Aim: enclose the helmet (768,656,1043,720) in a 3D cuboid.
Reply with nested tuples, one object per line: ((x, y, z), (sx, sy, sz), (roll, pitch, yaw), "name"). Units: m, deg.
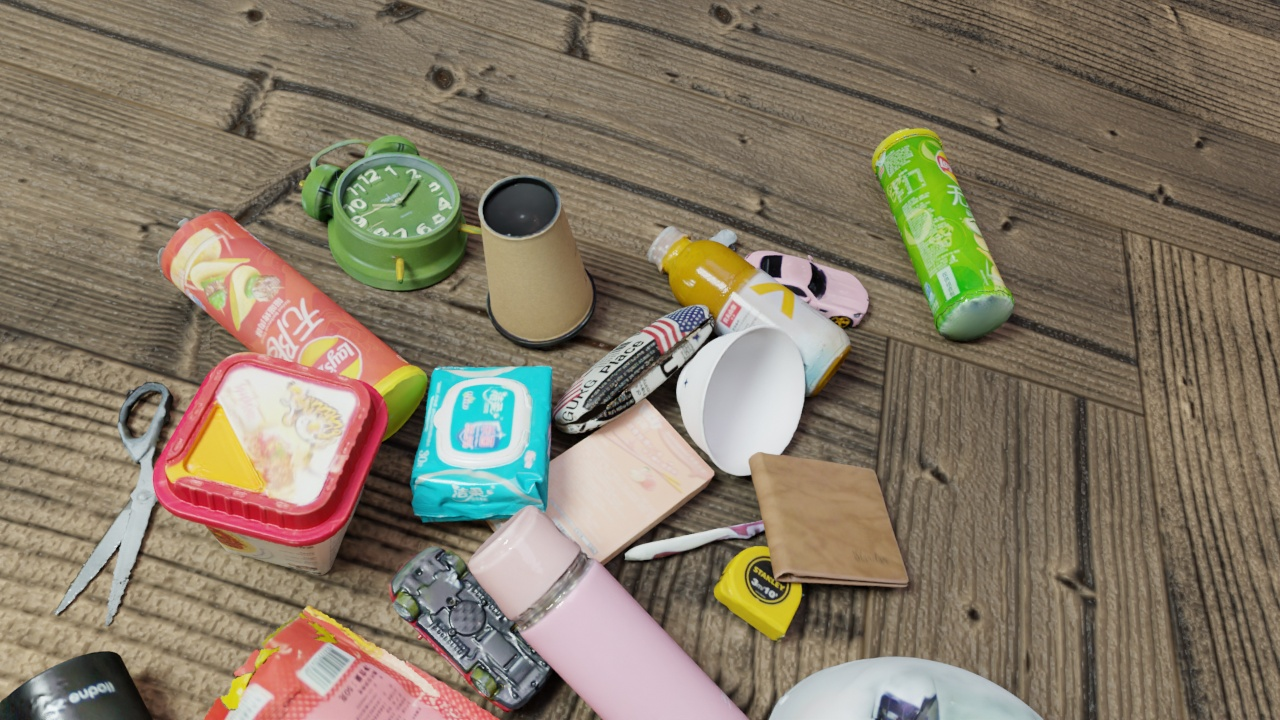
((0.171, 0.292, 0.524), (0.229, 0.146, 0.257), (22, 54, 2), "helmet")

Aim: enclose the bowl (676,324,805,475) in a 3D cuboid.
((0.068, 0.025, 0.723), (0.118, 0.118, 0.065), (-35, 32, -30), "bowl")

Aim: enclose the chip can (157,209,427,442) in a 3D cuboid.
((-0.261, -0.026, 0.687), (0.216, 0.073, 0.073), (37, 56, 14), "chip can")

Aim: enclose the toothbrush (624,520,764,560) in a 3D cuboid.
((0.077, 0.133, 0.692), (0.187, 0.016, 0.017), (-8, 68, -19), "toothbrush")

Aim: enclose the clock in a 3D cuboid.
((-0.215, -0.132, 0.778), (0.161, 0.056, 0.115), (43, 57, 17), "clock")

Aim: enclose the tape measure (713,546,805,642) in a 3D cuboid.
((0.086, 0.165, 0.663), (0.060, 0.029, 0.057), (35, 54, 4), "tape measure")

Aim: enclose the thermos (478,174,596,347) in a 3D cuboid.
((-0.084, -0.077, 0.726), (0.093, 0.143, 0.093), (-1, 59, 1), "thermos")

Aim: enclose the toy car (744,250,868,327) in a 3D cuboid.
((0.150, -0.068, 0.834), (0.122, 0.037, 0.056), (14, 56, -5), "toy car")

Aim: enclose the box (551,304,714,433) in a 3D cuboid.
((-0.003, 0.008, 0.731), (0.163, 0.051, 0.068), (-40, 32, -27), "box")

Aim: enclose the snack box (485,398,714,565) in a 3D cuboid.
((-0.029, 0.100, 0.682), (0.157, 0.026, 0.084), (-32, 68, -29), "snack box")

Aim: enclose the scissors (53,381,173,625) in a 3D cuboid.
((-0.333, 0.088, 0.627), (0.162, 0.014, 0.165), (-24, 65, -25), "scissors")

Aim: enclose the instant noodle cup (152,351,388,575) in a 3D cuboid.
((-0.229, 0.075, 0.592), (0.116, 0.124, 0.116), (15, 54, -2), "instant noodle cup")

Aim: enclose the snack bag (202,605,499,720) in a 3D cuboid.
((-0.149, 0.241, 0.539), (0.208, 0.073, 0.128), (32, 47, 4), "snack bag")

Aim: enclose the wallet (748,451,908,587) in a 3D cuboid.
((0.141, 0.120, 0.689), (0.115, 0.020, 0.101), (8, 50, -21), "wallet")

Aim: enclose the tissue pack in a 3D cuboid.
((-0.110, 0.054, 0.660), (0.093, 0.050, 0.133), (-2, 43, -1), "tissue pack")

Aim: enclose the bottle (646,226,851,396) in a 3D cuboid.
((0.088, -0.047, 0.784), (0.189, 0.068, 0.067), (39, 56, 14), "bottle")

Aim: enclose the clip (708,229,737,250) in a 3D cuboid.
((0.067, -0.102, 0.847), (0.058, 0.038, 0.026), (-32, 66, -31), "clip")

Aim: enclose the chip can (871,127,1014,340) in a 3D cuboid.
((0.287, -0.122, 0.880), (0.072, 0.073, 0.221), (-1, 57, -14), "chip can")

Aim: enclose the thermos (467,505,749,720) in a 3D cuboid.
((-0.023, 0.179, 0.582), (0.198, 0.087, 0.067), (45, 80, -1), "thermos")

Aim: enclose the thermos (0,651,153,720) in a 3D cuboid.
((-0.254, 0.274, 0.495), (0.242, 0.069, 0.089), (49, 27, 18), "thermos")

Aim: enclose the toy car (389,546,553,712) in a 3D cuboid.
((-0.112, 0.176, 0.599), (0.120, 0.045, 0.052), (43, 56, 10), "toy car")
